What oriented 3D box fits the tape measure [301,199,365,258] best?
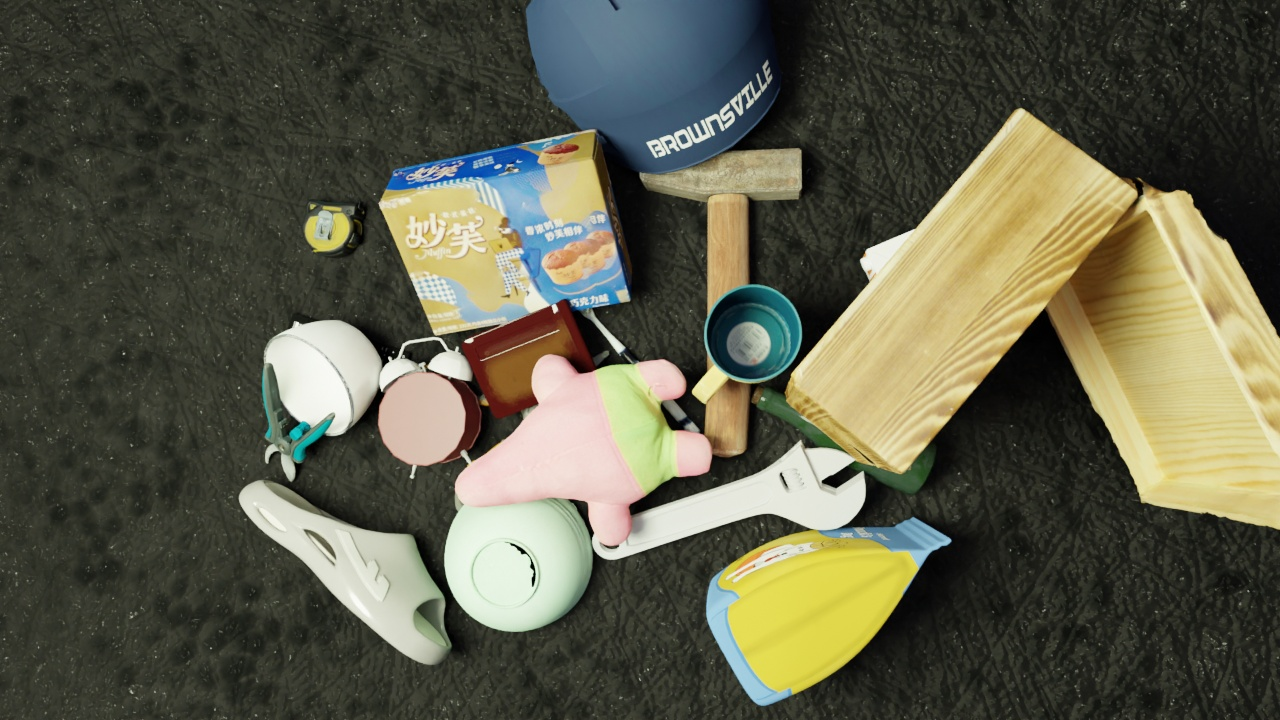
[{"bbox_3d":[-0.327,-0.140,0.972,0.062,0.034,0.061,3,88,9],"label":"tape measure"}]

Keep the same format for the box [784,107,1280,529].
[{"bbox_3d":[0.319,0.012,0.683,0.323,0.279,0.284,39,92,11],"label":"box"}]

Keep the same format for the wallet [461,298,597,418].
[{"bbox_3d":[-0.107,0.001,0.901,0.116,0.018,0.091,-20,102,15],"label":"wallet"}]

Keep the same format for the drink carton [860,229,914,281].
[{"bbox_3d":[0.270,-0.103,0.868,0.122,0.058,0.040,-23,83,6],"label":"drink carton"}]

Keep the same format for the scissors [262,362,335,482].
[{"bbox_3d":[-0.358,0.063,0.929,0.154,0.019,0.124,-19,107,37],"label":"scissors"}]

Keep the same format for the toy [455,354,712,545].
[{"bbox_3d":[-0.059,0.084,0.855,0.236,0.097,0.192,-20,87,-2],"label":"toy"}]

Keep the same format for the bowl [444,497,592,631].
[{"bbox_3d":[-0.124,0.197,0.891,0.151,0.077,0.151,0,93,4],"label":"bowl"}]

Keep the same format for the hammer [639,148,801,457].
[{"bbox_3d":[0.079,-0.056,0.904,0.158,0.037,0.300,0,86,8],"label":"hammer"}]

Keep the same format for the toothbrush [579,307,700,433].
[{"bbox_3d":[-0.005,0.005,0.923,0.012,0.017,0.187,-43,82,6],"label":"toothbrush"}]

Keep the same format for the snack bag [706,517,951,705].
[{"bbox_3d":[0.167,0.198,0.812,0.205,0.159,0.102,-30,84,4],"label":"snack bag"}]

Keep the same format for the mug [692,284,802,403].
[{"bbox_3d":[0.089,-0.009,0.826,0.083,0.107,0.113,41,91,5],"label":"mug"}]

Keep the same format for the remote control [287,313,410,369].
[{"bbox_3d":[-0.311,-0.015,0.974,0.140,0.009,0.030,18,89,9],"label":"remote control"}]

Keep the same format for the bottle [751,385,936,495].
[{"bbox_3d":[0.187,0.067,0.864,0.174,0.055,0.055,24,90,5],"label":"bottle"}]

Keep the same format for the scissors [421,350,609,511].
[{"bbox_3d":[-0.132,0.049,0.939,0.225,0.016,0.216,-44,82,3],"label":"scissors"}]

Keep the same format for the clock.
[{"bbox_3d":[-0.210,0.046,0.917,0.096,0.048,0.137,-8,86,11],"label":"clock"}]

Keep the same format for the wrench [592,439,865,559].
[{"bbox_3d":[0.081,0.149,0.878,0.274,0.018,0.087,-22,100,18],"label":"wrench"}]

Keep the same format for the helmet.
[{"bbox_3d":[-0.005,-0.335,0.867,0.232,0.223,0.272,-34,45,3],"label":"helmet"}]

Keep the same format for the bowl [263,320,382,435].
[{"bbox_3d":[-0.314,0.011,0.926,0.116,0.065,0.116,15,125,23],"label":"bowl"}]

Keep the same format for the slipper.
[{"bbox_3d":[-0.279,0.188,0.915,0.266,0.113,0.080,36,80,15],"label":"slipper"}]

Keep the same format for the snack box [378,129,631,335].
[{"bbox_3d":[-0.123,-0.120,0.882,0.203,0.069,0.155,-9,126,7],"label":"snack box"}]
